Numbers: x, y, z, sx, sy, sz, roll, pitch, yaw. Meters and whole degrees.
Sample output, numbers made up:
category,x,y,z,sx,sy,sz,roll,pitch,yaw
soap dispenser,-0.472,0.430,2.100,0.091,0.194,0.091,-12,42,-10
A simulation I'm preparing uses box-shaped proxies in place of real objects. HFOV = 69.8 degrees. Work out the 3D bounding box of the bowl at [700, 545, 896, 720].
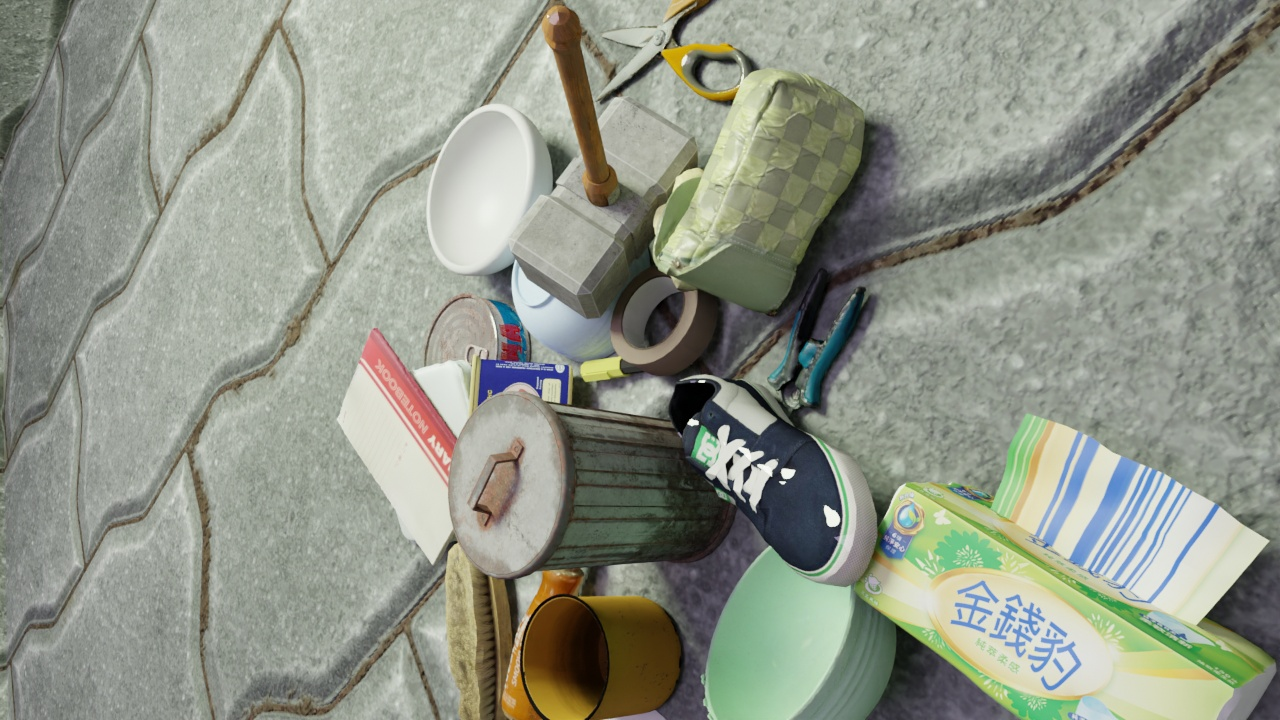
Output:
category,x,y,z,sx,sy,sz,roll,pitch,yaw
bowl,0.117,0.195,0.617,0.151,0.077,0.150,-51,16,21

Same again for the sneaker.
category,x,y,z,sx,sy,sz,roll,pitch,yaw
sneaker,0.076,0.073,0.626,0.235,0.079,0.084,-127,54,-64

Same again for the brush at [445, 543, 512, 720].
category,x,y,z,sx,sy,sz,roll,pitch,yaw
brush,-0.159,0.271,0.898,0.059,0.043,0.195,-9,83,44

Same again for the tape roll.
category,x,y,z,sx,sy,sz,roll,pitch,yaw
tape roll,0.019,-0.035,0.782,0.094,0.030,0.093,-20,57,34

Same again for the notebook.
category,x,y,z,sx,sy,sz,roll,pitch,yaw
notebook,-0.244,0.089,0.952,0.208,0.012,0.153,50,130,21

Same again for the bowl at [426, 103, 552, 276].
category,x,y,z,sx,sy,sz,roll,pitch,yaw
bowl,-0.145,-0.170,0.950,0.177,0.066,0.176,-9,77,42

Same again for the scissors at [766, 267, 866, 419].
category,x,y,z,sx,sy,sz,roll,pitch,yaw
scissors,0.129,0.001,0.695,0.144,0.019,0.126,-31,64,38

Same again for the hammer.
category,x,y,z,sx,sy,sz,roll,pitch,yaw
hammer,-0.035,-0.153,0.656,0.083,0.318,0.162,34,81,11

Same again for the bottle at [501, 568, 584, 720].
category,x,y,z,sx,sy,sz,roll,pitch,yaw
bottle,-0.080,0.241,0.824,0.059,0.059,0.167,15,93,44

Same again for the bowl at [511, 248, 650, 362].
category,x,y,z,sx,sy,sz,roll,pitch,yaw
bowl,-0.070,-0.078,0.858,0.151,0.074,0.150,-10,75,42

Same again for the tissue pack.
category,x,y,z,sx,sy,sz,roll,pitch,yaw
tissue pack,0.241,0.118,0.508,0.198,0.120,0.141,31,106,36

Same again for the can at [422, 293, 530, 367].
category,x,y,z,sx,sy,sz,roll,pitch,yaw
can,-0.174,-0.003,0.965,0.130,0.044,0.130,-9,77,42

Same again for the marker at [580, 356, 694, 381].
category,x,y,z,sx,sy,sz,roll,pitch,yaw
marker,-0.005,0.005,0.820,0.124,0.017,0.021,-8,33,41

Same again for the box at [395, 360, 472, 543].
category,x,y,z,sx,sy,sz,roll,pitch,yaw
box,-0.219,0.102,0.959,0.209,0.037,0.189,-11,92,45

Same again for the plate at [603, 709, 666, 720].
category,x,y,z,sx,sy,sz,roll,pitch,yaw
plate,-0.019,0.382,0.772,0.189,0.016,0.188,-9,77,42

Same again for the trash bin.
category,x,y,z,sx,sy,sz,roll,pitch,yaw
trash bin,-0.037,0.097,0.702,0.131,0.210,0.130,-9,77,42

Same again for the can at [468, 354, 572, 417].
category,x,y,z,sx,sy,sz,roll,pitch,yaw
can,-0.113,0.056,0.856,0.056,0.092,0.116,145,128,-79

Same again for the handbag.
category,x,y,z,sx,sy,sz,roll,pitch,yaw
handbag,0.084,-0.130,0.707,0.117,0.113,0.186,42,109,54

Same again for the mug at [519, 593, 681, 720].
category,x,y,z,sx,sy,sz,roll,pitch,yaw
mug,-0.039,0.248,0.758,0.124,0.094,0.100,-32,60,34

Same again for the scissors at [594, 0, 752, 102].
category,x,y,z,sx,sy,sz,roll,pitch,yaw
scissors,0.037,-0.309,0.837,0.225,0.016,0.217,32,106,44
